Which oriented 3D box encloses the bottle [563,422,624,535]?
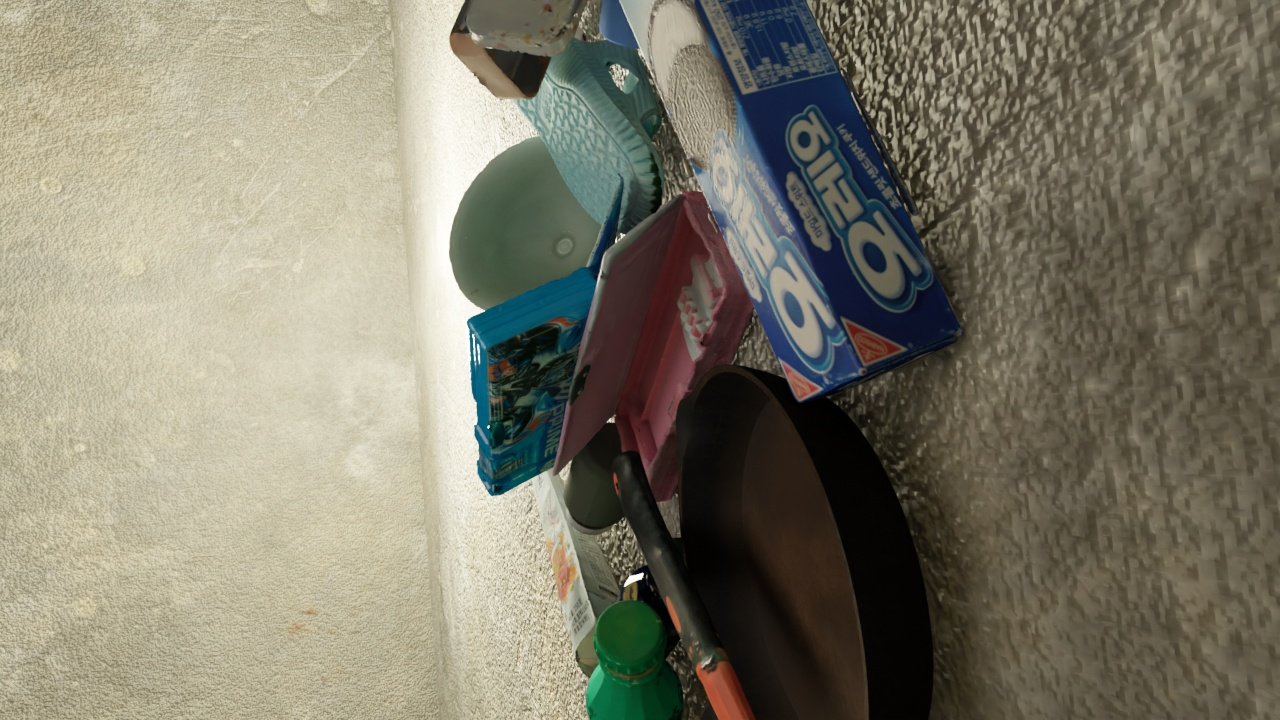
[{"bbox_3d":[-0.032,0.102,0.766,0.109,0.060,0.060,111,149,-50],"label":"bottle"}]

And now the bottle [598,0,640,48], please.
[{"bbox_3d":[0.004,-0.279,0.609,0.048,0.048,0.131,-115,28,-46],"label":"bottle"}]

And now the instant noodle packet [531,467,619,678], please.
[{"bbox_3d":[-0.069,0.173,0.868,0.269,0.057,0.147,-121,12,-50],"label":"instant noodle packet"}]

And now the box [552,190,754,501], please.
[{"bbox_3d":[-0.007,0.002,0.619,0.233,0.098,0.099,109,150,-48],"label":"box"}]

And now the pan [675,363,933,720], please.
[{"bbox_3d":[0.069,0.159,0.508,0.357,0.043,0.248,98,159,-44],"label":"pan"}]

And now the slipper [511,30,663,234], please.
[{"bbox_3d":[-0.043,-0.202,0.728,0.276,0.069,0.116,54,150,32],"label":"slipper"}]

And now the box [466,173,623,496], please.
[{"bbox_3d":[-0.054,0.001,0.689,0.063,0.173,0.244,35,152,12],"label":"box"}]

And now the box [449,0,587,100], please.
[{"bbox_3d":[-0.060,-0.297,0.664,0.108,0.095,0.216,84,-156,-75],"label":"box"}]

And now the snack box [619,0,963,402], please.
[{"bbox_3d":[0.058,-0.097,0.401,0.226,0.059,0.060,67,157,8],"label":"snack box"}]

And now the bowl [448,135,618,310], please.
[{"bbox_3d":[-0.076,-0.107,0.793,0.068,0.174,0.174,40,-148,-58],"label":"bowl"}]

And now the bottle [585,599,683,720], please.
[{"bbox_3d":[-0.004,0.237,0.636,0.210,0.068,0.068,88,166,-46],"label":"bottle"}]

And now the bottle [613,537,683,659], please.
[{"bbox_3d":[0.010,0.180,0.665,0.161,0.056,0.056,112,148,-51],"label":"bottle"}]

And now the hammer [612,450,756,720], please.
[{"bbox_3d":[0.034,0.151,0.495,0.333,0.033,0.133,-119,26,-57],"label":"hammer"}]

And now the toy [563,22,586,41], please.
[{"bbox_3d":[-0.075,-0.297,0.833,0.050,0.065,0.102,24,117,32],"label":"toy"}]
